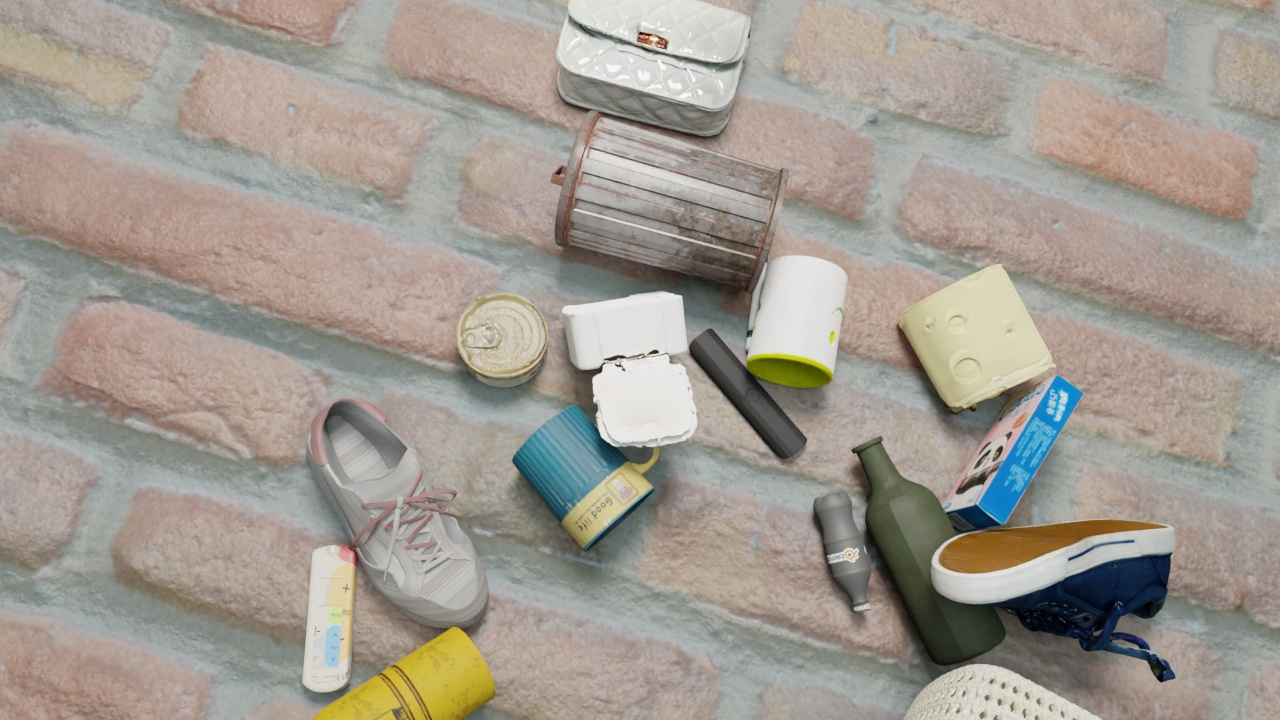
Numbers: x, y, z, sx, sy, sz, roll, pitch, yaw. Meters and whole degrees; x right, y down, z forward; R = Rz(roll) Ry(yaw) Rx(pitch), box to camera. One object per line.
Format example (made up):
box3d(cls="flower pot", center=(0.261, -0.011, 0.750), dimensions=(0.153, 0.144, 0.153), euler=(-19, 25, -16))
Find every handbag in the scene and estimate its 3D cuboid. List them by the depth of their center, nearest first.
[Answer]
box3d(cls="handbag", center=(0.328, -0.017, 0.897), dimensions=(0.111, 0.081, 0.119), euler=(-26, 81, 1))
box3d(cls="handbag", center=(0.014, -0.324, 0.954), dimensions=(0.195, 0.072, 0.138), euler=(13, 73, -2))

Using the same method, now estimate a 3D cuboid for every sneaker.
box3d(cls="sneaker", center=(0.366, 0.209, 0.792), dimensions=(0.294, 0.121, 0.127), euler=(3, 87, -33))
box3d(cls="sneaker", center=(-0.212, 0.128, 0.793), dimensions=(0.099, 0.090, 0.236), euler=(-36, 80, -23))

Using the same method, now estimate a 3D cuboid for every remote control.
box3d(cls="remote control", center=(-0.271, 0.225, 0.804), dimensions=(0.038, 0.018, 0.125), euler=(0, 73, -6))
box3d(cls="remote control", center=(0.104, 0.032, 0.894), dimensions=(0.033, 0.015, 0.147), euler=(-38, 81, -14))

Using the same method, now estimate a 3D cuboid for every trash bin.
box3d(cls="trash bin", center=(0.021, -0.150, 0.873), dimensions=(0.211, 0.131, 0.130), euler=(16, 74, 1))

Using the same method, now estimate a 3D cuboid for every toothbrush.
box3d(cls="toothbrush", center=(0.120, -0.097, 0.934), dimensions=(0.017, 0.012, 0.186), euler=(6, 74, 10))

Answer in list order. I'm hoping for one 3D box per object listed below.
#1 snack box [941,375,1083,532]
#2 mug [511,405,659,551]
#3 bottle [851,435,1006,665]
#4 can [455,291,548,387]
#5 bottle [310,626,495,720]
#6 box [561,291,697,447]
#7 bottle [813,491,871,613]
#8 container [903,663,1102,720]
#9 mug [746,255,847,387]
box3d(cls="snack box", center=(0.347, 0.089, 0.864), dimensions=(0.033, 0.088, 0.154), euler=(37, 74, 4))
box3d(cls="mug", center=(-0.041, 0.094, 0.827), dimensions=(0.113, 0.083, 0.107), euler=(-41, 78, -6))
box3d(cls="bottle", center=(0.254, 0.169, 0.842), dimensions=(0.071, 0.071, 0.206), euler=(-22, 78, -11))
box3d(cls="can", center=(-0.131, -0.019, 0.871), dimensions=(0.086, 0.043, 0.086), euler=(1, 74, -5))
box3d(cls="bottle", center=(-0.204, 0.288, 0.738), dimensions=(0.163, 0.071, 0.071), euler=(-27, 78, -33))
box3d(cls="box", center=(-0.007, -0.007, 0.823), dimensions=(0.111, 0.189, 0.101), euler=(-11, 120, -7))
box3d(cls="bottle", center=(0.190, 0.178, 0.851), dimensions=(0.036, 0.036, 0.109), euler=(-12, 76, -9))
box3d(cls="container", center=(0.317, 0.362, 0.741), dimensions=(0.251, 0.185, 0.142), euler=(29, 54, 6))
box3d(cls="mug", center=(0.152, -0.036, 0.883), dimensions=(0.082, 0.083, 0.106), euler=(14, 72, -2))
